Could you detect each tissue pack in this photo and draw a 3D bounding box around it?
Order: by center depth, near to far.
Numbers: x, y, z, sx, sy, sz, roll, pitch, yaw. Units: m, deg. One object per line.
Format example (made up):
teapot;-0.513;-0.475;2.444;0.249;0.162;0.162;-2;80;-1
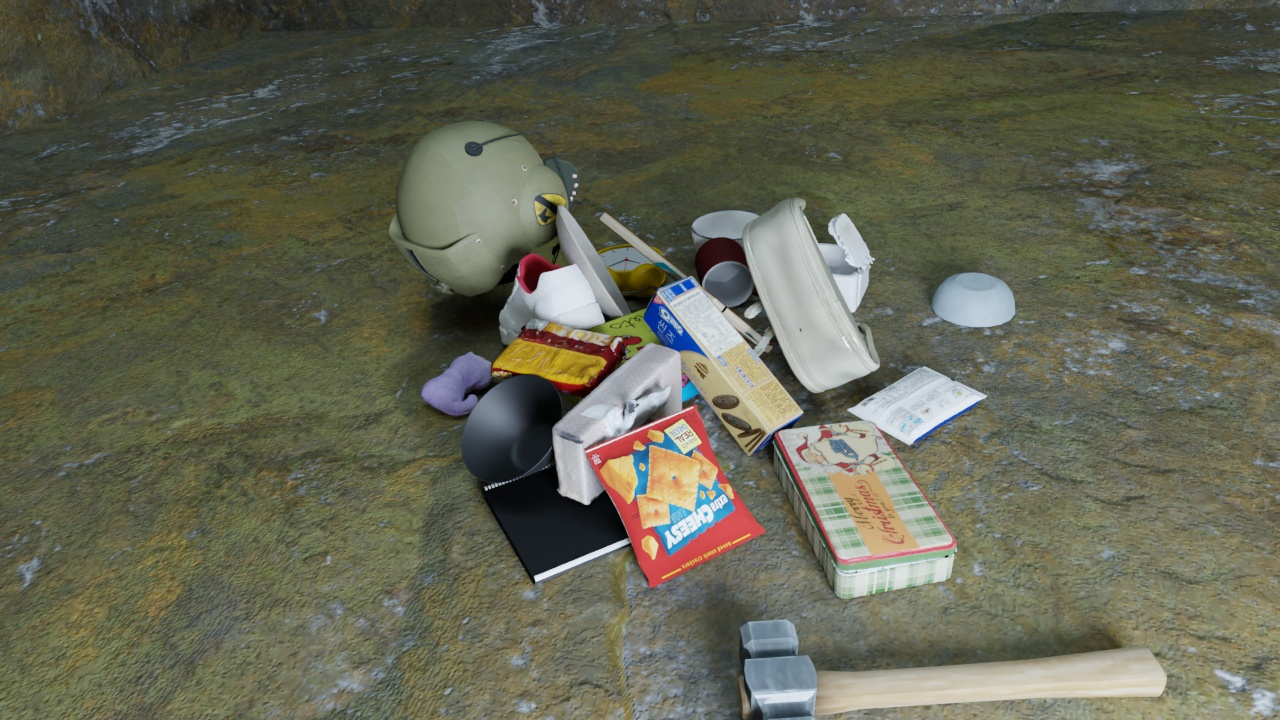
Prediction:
tissue pack;-0.014;0.062;0.958;0.071;0.104;0.180;23;41;31

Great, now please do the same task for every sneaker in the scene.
sneaker;-0.129;-0.081;1.164;0.090;0.104;0.237;-21;8;-22

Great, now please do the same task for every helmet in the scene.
helmet;-0.228;-0.202;1.280;0.250;0.256;0.232;21;37;39

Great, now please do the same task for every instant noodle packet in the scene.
instant noodle packet;-0.091;-0.003;1.015;0.135;0.040;0.098;12;35;20
instant noodle packet;0.312;0.048;1.035;0.134;0.026;0.087;-25;37;-28

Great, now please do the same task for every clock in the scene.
clock;-0.021;-0.130;1.347;0.113;0.052;0.151;-3;28;4

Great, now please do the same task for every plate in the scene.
plate;-0.066;-0.115;1.194;0.027;0.189;0.188;-31;32;6

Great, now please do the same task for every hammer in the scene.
hammer;0.237;0.249;0.707;0.323;0.051;0.117;-3;32;-2

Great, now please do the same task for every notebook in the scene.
notebook;-0.042;0.141;0.948;0.206;0.016;0.149;-19;35;-20
notebook;0.058;-0.100;1.167;0.014;0.178;0.249;-51;52;5

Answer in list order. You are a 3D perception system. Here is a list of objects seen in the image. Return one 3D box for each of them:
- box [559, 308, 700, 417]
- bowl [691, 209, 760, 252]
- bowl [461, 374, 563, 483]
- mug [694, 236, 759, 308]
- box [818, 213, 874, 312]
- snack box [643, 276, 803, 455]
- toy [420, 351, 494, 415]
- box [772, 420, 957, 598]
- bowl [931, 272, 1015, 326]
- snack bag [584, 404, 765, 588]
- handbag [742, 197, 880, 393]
box;-0.007;0.006;1.098;0.220;0.082;0.124;-23;36;-23
bowl;0.135;-0.176;1.383;0.116;0.066;0.116;-4;31;2
bowl;-0.122;0.081;0.968;0.124;0.052;0.123;-15;54;22
mug;0.132;-0.120;1.300;0.105;0.073;0.082;19;28;-16
box;0.265;-0.148;1.261;0.103;0.130;0.109;9;37;23
snack box;0.088;0.004;1.019;0.056;0.057;0.206;-26;69;-32
toy;-0.218;0.030;1.135;0.080;0.037;0.099;27;48;27
box;0.210;0.135;0.890;0.117;0.050;0.205;-9;33;-4
bowl;0.444;-0.087;1.219;0.106;0.039;0.106;-4;32;2
snack bag;0.032;0.128;0.890;0.130;0.039;0.144;-21;74;-23
handbag;0.188;-0.076;1.108;0.132;0.229;0.183;-25;1;25
